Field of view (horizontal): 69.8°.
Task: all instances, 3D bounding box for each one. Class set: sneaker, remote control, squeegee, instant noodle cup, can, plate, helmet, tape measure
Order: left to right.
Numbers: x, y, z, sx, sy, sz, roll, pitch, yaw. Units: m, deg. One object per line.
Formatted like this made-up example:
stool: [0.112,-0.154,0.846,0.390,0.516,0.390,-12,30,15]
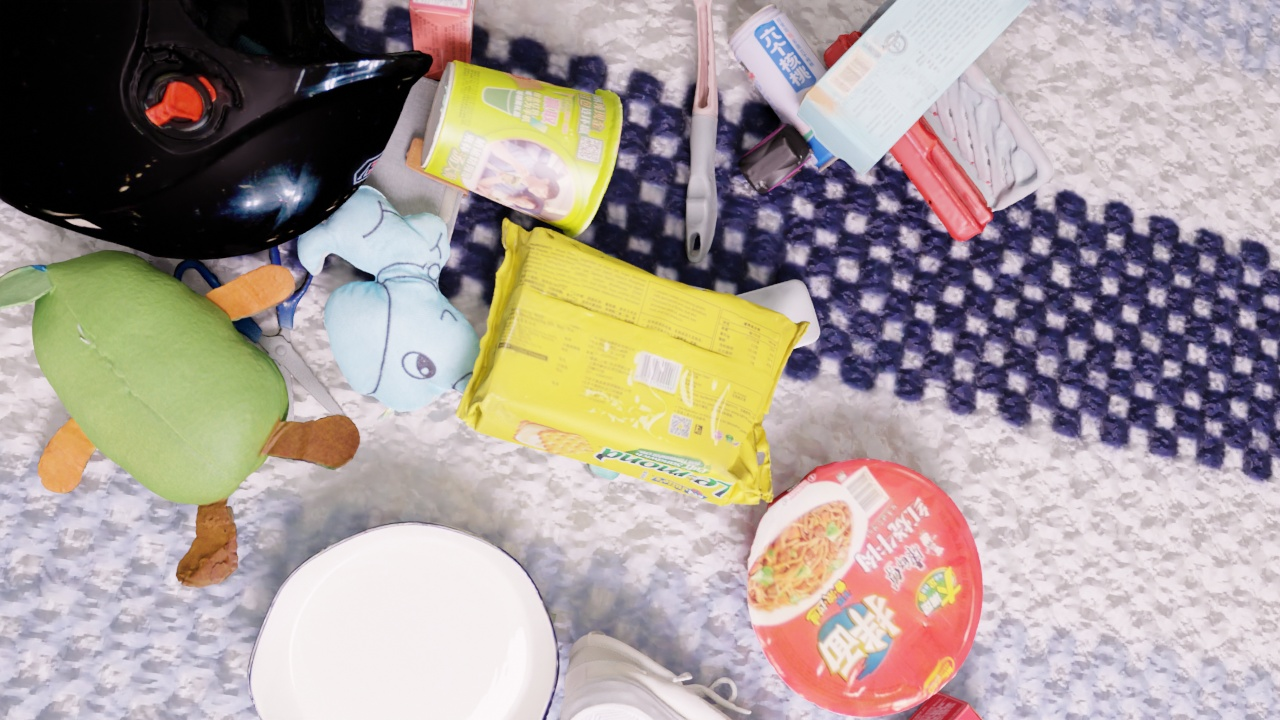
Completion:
helmet: [-0.280,-0.175,0.583,0.274,0.233,0.230,16,111,-5]
plate: [-0.162,0.212,0.645,0.204,0.045,0.205,0,92,-9]
instant noodle cup: [-0.091,-0.160,0.668,0.123,0.112,0.111,15,81,-22]
sneaker: [0.035,0.281,0.680,0.090,0.090,0.242,-42,114,16]
squeegee: [0.049,-0.204,0.736,0.248,0.040,0.250,4,100,22]
remote control: [0.078,-0.024,0.746,0.136,0.020,0.056,-17,87,-13]
tape measure: [0.111,-0.163,0.749,0.057,0.057,0.039,-34,99,31]
can: [0.131,-0.226,0.762,0.053,0.053,0.134,-37,92,-13]
instant noodle cup: [0.166,0.172,0.719,0.193,0.066,0.193,1,84,-12]

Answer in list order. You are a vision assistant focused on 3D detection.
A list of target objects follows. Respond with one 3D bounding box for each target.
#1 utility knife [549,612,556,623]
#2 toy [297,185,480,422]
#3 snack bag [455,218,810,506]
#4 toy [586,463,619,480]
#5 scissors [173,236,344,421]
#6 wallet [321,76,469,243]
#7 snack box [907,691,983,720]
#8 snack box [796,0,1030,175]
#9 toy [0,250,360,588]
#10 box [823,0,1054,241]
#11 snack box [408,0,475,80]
utility knife: [-0.156,0.195,0.677,0.187,0.013,0.029,5,80,-9]
toy: [-0.181,-0.035,0.673,0.161,0.050,0.156,22,93,-13]
snack bag: [-0.004,0.004,0.675,0.246,0.068,0.157,17,75,-9]
toy: [-0.039,0.051,0.710,0.096,0.030,0.092,-34,86,-6]
scissors: [-0.276,-0.020,0.677,0.163,0.012,0.162,16,82,-11]
wallet: [-0.179,-0.154,0.700,0.106,0.037,0.129,15,81,-9]
snack box: [0.188,0.351,0.707,0.207,0.058,0.057,-39,89,-13]
snack box: [0.206,-0.231,0.705,0.074,0.051,0.175,44,89,2]
toy: [-0.319,0.019,0.625,0.227,0.090,0.246,-42,89,-3]
box: [0.252,-0.209,0.761,0.099,0.095,0.201,-36,92,31]
snack box: [-0.144,-0.291,0.683,0.044,0.113,0.127,3,83,-10]
